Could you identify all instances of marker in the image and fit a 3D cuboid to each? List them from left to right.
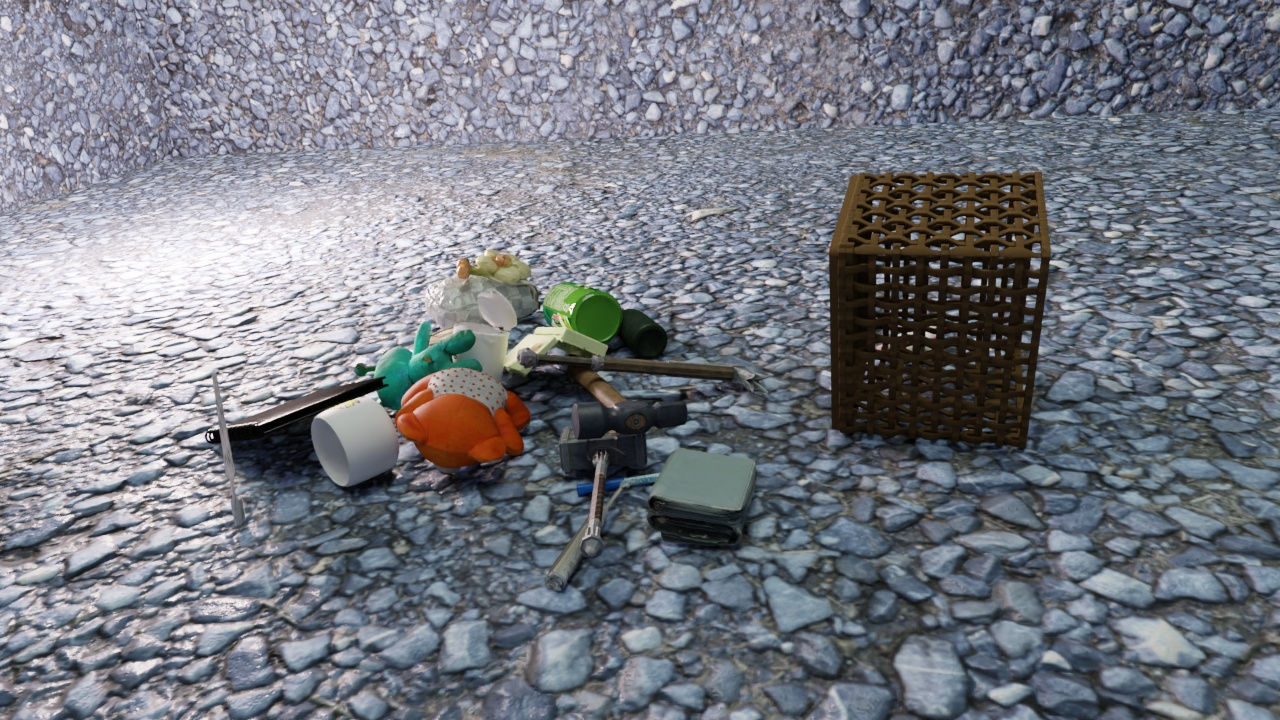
[{"bbox_3d":[-0.001,0.134,1.025,0.141,0.013,0.013,-8,24,-8],"label":"marker"}]

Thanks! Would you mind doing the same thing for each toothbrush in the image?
[{"bbox_3d":[-0.444,0.096,0.988,0.010,0.182,0.010,1,21,-1],"label":"toothbrush"},{"bbox_3d":[-0.050,0.172,0.938,0.024,0.022,0.185,-15,17,28],"label":"toothbrush"}]

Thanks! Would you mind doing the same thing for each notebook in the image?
[{"bbox_3d":[-0.443,0.064,1.166,0.168,0.019,0.232,-25,10,-38],"label":"notebook"}]

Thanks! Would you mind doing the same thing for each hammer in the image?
[{"bbox_3d":[-0.042,0.128,0.928,0.098,0.044,0.321,-5,12,1],"label":"hammer"},{"bbox_3d":[-0.047,0.039,1.152,0.129,0.040,0.322,-4,11,-15],"label":"hammer"},{"bbox_3d":[-0.007,0.007,1.184,0.316,0.028,0.147,5,8,-22],"label":"hammer"}]

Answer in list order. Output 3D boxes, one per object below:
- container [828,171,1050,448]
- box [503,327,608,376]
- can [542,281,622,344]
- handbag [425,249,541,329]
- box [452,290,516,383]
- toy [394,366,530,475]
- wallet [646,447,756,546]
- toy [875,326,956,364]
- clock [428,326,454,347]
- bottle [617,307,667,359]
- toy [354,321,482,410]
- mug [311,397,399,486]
[{"bbox_3d":[0.345,-0.066,1.077,0.214,0.252,0.218,4,34,19],"label":"container"},{"bbox_3d":[-0.129,-0.019,1.280,0.133,0.061,0.188,-16,7,-15],"label":"box"},{"bbox_3d":[-0.092,-0.074,1.402,0.083,0.083,0.144,-15,17,-22],"label":"can"},{"bbox_3d":[-0.264,-0.115,1.503,0.171,0.123,0.112,-19,43,-28],"label":"handbag"},{"bbox_3d":[-0.216,-0.024,1.250,0.091,0.160,0.081,-1,17,-44],"label":"box"},{"bbox_3d":[-0.217,0.076,1.101,0.163,0.093,0.172,15,21,-6],"label":"toy"},{"bbox_3d":[0.067,0.138,0.955,0.100,0.054,0.131,11,25,12],"label":"wallet"},{"bbox_3d":[0.378,-0.018,1.262,0.125,0.037,0.076,-17,32,-13],"label":"toy"},{"bbox_3d":[-0.292,-0.016,1.351,0.093,0.054,0.140,2,24,45],"label":"clock"},{"bbox_3d":[-0.015,-0.055,1.402,0.055,0.055,0.174,-13,24,-17],"label":"bottle"},{"bbox_3d":[-0.296,0.014,1.213,0.194,0.130,0.072,-19,-13,23],"label":"toy"},{"bbox_3d":[-0.340,0.096,1.085,0.067,0.094,0.116,-24,8,-40],"label":"mug"}]
